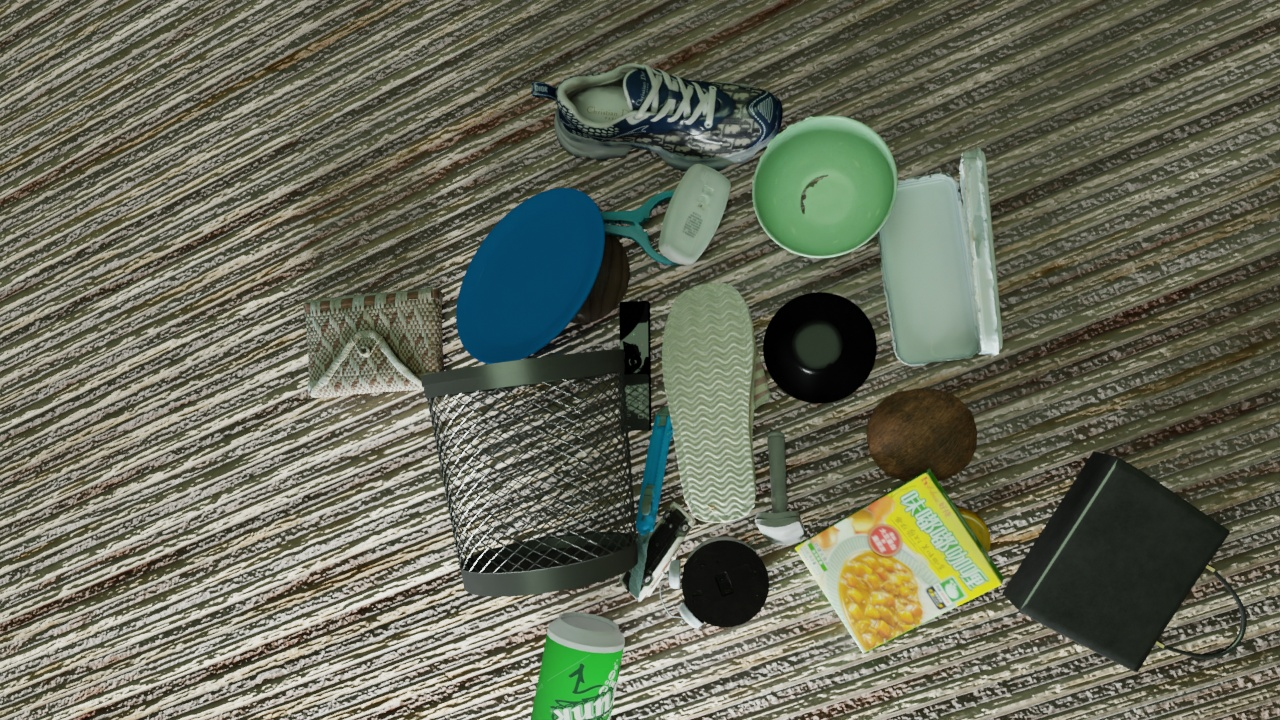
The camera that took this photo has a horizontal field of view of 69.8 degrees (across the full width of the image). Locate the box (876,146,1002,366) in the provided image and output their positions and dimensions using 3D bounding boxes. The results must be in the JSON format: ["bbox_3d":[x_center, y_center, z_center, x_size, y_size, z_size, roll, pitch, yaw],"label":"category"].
[{"bbox_3d":[0.312,-0.101,0.945,0.129,0.105,0.210,-11,84,16],"label":"box"}]

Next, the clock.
[{"bbox_3d":[0.081,0.245,1.007,0.122,0.035,0.094,-20,90,3],"label":"clock"}]

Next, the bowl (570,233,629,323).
[{"bbox_3d":[-0.074,-0.104,1.076,0.119,0.032,0.119,-1,87,14],"label":"bowl"}]

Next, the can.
[{"bbox_3d":[-0.071,0.360,1.022,0.088,0.087,0.140,11,89,14],"label":"can"}]

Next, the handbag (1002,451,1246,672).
[{"bbox_3d":[0.500,0.218,0.904,0.196,0.072,0.176,31,94,9],"label":"handbag"}]

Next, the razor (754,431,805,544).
[{"bbox_3d":[0.150,0.134,0.996,0.047,0.088,0.116,-5,66,13],"label":"razor"}]

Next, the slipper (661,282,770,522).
[{"bbox_3d":[0.087,0.046,1.019,0.115,0.052,0.262,-4,82,11],"label":"slipper"}]

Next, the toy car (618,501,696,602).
[{"bbox_3d":[0.023,0.216,1.032,0.039,0.039,0.113,39,96,42],"label":"toy car"}]

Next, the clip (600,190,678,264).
[{"bbox_3d":[0.007,-0.143,1.055,0.122,0.033,0.120,-29,91,0],"label":"clip"}]

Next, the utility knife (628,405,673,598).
[{"bbox_3d":[0.012,0.154,1.030,0.031,0.015,0.220,-1,75,39],"label":"utility knife"}]

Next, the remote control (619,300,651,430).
[{"bbox_3d":[-0.006,0.006,1.063,0.034,0.013,0.150,-1,87,14],"label":"remote control"}]

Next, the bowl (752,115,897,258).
[{"bbox_3d":[0.200,-0.179,0.988,0.151,0.077,0.151,-1,86,16],"label":"bowl"}]

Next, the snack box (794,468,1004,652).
[{"bbox_3d":[0.266,0.211,0.959,0.168,0.027,0.132,-37,79,24],"label":"snack box"}]

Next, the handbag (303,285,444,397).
[{"bbox_3d":[-0.328,-0.021,1.127,0.186,0.047,0.124,-5,85,13],"label":"handbag"}]

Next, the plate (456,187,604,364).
[{"bbox_3d":[-0.123,-0.094,1.048,0.225,0.024,0.224,-20,55,31],"label":"plate"}]

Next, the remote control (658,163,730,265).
[{"bbox_3d":[0.060,-0.163,1.031,0.060,0.028,0.114,24,82,-18],"label":"remote control"}]

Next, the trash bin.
[{"bbox_3d":[-0.110,0.115,0.985,0.218,0.217,0.227,-8,89,13],"label":"trash bin"}]

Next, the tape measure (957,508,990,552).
[{"bbox_3d":[0.334,0.184,0.961,0.059,0.030,0.068,-8,91,14],"label":"tape measure"}]

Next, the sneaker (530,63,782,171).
[{"bbox_3d":[0.019,-0.279,1.011,0.270,0.132,0.103,5,86,13],"label":"sneaker"}]

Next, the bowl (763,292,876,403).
[{"bbox_3d":[0.192,-0.016,0.995,0.124,0.052,0.124,-1,87,14],"label":"bowl"}]

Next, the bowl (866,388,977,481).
[{"bbox_3d":[0.300,0.080,0.977,0.114,0.026,0.102,-5,86,13],"label":"bowl"}]
